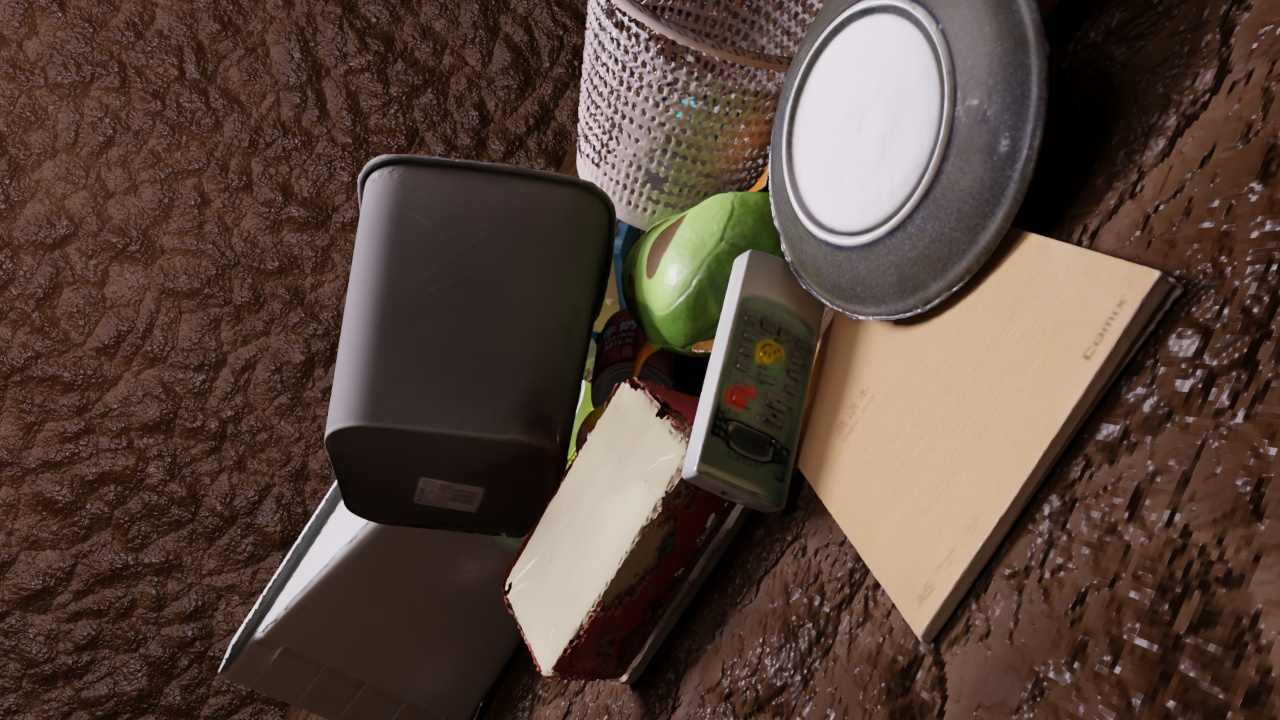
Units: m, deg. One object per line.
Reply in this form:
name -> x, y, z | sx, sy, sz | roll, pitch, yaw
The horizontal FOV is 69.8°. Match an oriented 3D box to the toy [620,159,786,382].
toy -> 0.048, -0.062, 0.634 | 0.226, 0.090, 0.247 | -56, 17, -10

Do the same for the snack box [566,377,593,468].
snack box -> -0.035, 0.057, 0.837 | 0.086, 0.026, 0.156 | -55, 17, 29

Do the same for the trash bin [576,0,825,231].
trash bin -> 0.041, -0.216, 0.733 | 0.226, 0.227, 0.193 | -78, 7, -45

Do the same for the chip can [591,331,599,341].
chip can -> -0.079, -0.043, 1.079 | 0.210, 0.071, 0.071 | -64, 14, 0

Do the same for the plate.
plate -> 0.108, -0.109, 0.429 | 0.180, 0.024, 0.179 | -8, 81, 60

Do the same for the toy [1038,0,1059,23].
toy -> 0.180, -0.204, 0.460 | 0.226, 0.082, 0.143 | -58, 36, 12

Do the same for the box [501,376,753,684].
box -> -0.013, 0.099, 0.526 | 0.168, 0.080, 0.091 | -59, 41, 16

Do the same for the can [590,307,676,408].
can -> -0.004, 0.004, 0.741 | 0.067, 0.066, 0.093 | -55, 16, 29

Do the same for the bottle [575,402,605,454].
bottle -> 0.000, 0.067, 0.629 | 0.063, 0.063, 0.108 | -63, 29, -1

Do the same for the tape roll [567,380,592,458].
tape roll -> -0.067, 0.059, 0.861 | 0.086, 0.014, 0.085 | -58, 15, 25

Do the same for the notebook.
notebook -> 0.123, 0.007, 0.409 | 0.150, 0.012, 0.211 | -61, 14, 12

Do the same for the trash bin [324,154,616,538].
trash bin -> -0.126, -0.002, 0.683 | 0.199, 0.199, 0.219 | 104, 171, -56

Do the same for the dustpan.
dustpan -> -0.187, 0.174, 0.799 | 0.258, 0.222, 0.142 | -50, 28, 5

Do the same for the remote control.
remote control -> 0.063, 0.008, 0.482 | 0.019, 0.056, 0.134 | -28, 41, 59

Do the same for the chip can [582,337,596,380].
chip can -> -0.114, 0.059, 0.962 | 0.071, 0.071, 0.215 | -82, 16, -52

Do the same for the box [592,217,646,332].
box -> -0.025, -0.092, 0.871 | 0.184, 0.061, 0.089 | 78, -152, -61

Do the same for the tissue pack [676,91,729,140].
tissue pack -> 0.053, -0.242, 1.012 | 0.093, 0.050, 0.133 | -63, 14, 3
